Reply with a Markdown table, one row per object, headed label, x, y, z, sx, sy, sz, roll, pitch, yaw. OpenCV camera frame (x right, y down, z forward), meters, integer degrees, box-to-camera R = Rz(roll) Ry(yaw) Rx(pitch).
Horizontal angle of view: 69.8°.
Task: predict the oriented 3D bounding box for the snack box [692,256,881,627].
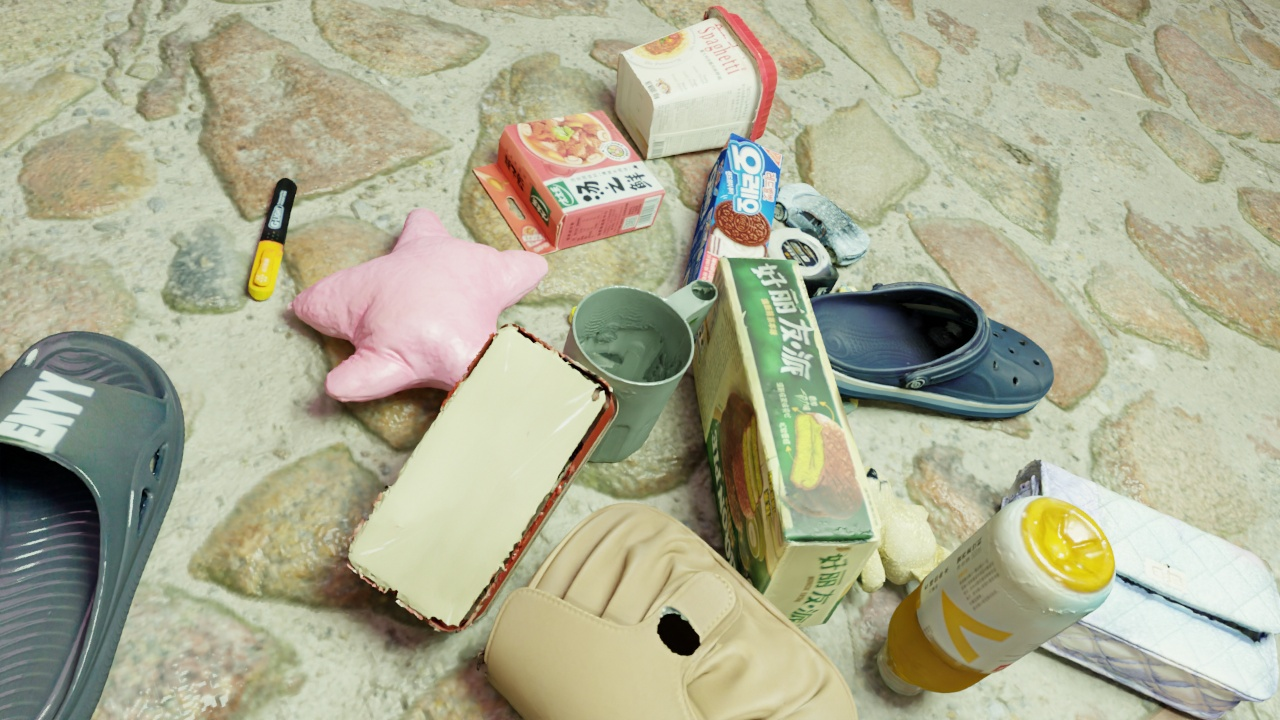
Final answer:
| label | x | y | z | sx | sy | sz | roll | pitch | yaw |
| --- | --- | --- | --- | --- | --- | --- | --- | --- | --- |
| snack box | 0.088 | 0.048 | 0.626 | 0.063 | 0.115 | 0.239 | 1 | 48 | -11 |

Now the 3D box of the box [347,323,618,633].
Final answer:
| label | x | y | z | sx | sy | sz | roll | pitch | yaw |
| --- | --- | --- | --- | --- | --- | --- | --- | --- | --- |
| box | -0.092 | 0.066 | 0.538 | 0.091 | 0.079 | 0.168 | 32 | 83 | 6 |

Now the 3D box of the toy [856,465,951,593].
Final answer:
| label | x | y | z | sx | sy | sz | roll | pitch | yaw |
| --- | --- | --- | --- | --- | --- | --- | --- | --- | --- |
| toy | 0.194 | 0.130 | 0.645 | 0.157 | 0.066 | 0.104 | 35 | 45 | 18 |

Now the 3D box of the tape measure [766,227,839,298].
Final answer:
| label | x | y | z | sx | sy | sz | roll | pitch | yaw |
| --- | --- | --- | --- | --- | --- | --- | --- | --- | --- |
| tape measure | 0.135 | -0.086 | 0.815 | 0.066 | 0.034 | 0.065 | -1 | 52 | -23 |

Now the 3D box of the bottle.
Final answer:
| label | x | y | z | sx | sy | sz | roll | pitch | yaw |
| --- | --- | --- | --- | --- | --- | --- | --- | --- | --- |
| bottle | 0.200 | 0.151 | 0.549 | 0.068 | 0.190 | 0.067 | 9 | 50 | -11 |

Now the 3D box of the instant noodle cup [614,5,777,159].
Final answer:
| label | x | y | z | sx | sy | sz | roll | pitch | yaw |
| --- | --- | --- | --- | --- | --- | --- | --- | --- | --- |
| instant noodle cup | 0.048 | -0.256 | 0.873 | 0.124 | 0.117 | 0.116 | -20 | 62 | -18 |

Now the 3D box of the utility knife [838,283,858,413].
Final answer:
| label | x | y | z | sx | sy | sz | roll | pitch | yaw |
| --- | --- | --- | --- | --- | --- | --- | --- | --- | --- |
| utility knife | 0.175 | -0.011 | 0.785 | 0.031 | 0.018 | 0.151 | 22 | 45 | -9 |

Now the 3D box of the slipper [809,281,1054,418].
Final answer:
| label | x | y | z | sx | sy | sz | roll | pitch | yaw |
| --- | --- | --- | --- | --- | --- | --- | --- | --- | --- |
| slipper | 0.235 | -0.019 | 0.751 | 0.252 | 0.095 | 0.105 | 6 | 54 | -21 |

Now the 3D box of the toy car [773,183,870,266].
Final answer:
| label | x | y | z | sx | sy | sz | roll | pitch | yaw |
| --- | --- | --- | --- | --- | --- | --- | --- | --- | --- |
| toy car | 0.169 | -0.132 | 0.865 | 0.105 | 0.031 | 0.048 | 44 | 52 | 17 |

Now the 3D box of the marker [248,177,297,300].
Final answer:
| label | x | y | z | sx | sy | sz | roll | pitch | yaw |
| --- | --- | --- | --- | --- | --- | --- | --- | --- | --- |
| marker | -0.276 | -0.095 | 0.692 | 0.018 | 0.015 | 0.123 | 10 | 49 | -18 |

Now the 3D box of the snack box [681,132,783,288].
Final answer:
| label | x | y | z | sx | sy | sz | roll | pitch | yaw |
| --- | --- | --- | --- | --- | --- | --- | --- | --- | --- |
| snack box | 0.079 | -0.113 | 0.801 | 0.058 | 0.057 | 0.207 | 21 | 49 | -7 |

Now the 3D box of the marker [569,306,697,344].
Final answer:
| label | x | y | z | sx | sy | sz | roll | pitch | yaw |
| --- | --- | --- | --- | --- | --- | --- | --- | --- | --- |
| marker | 0.005 | -0.025 | 0.734 | 0.124 | 0.015 | 0.018 | 11 | 54 | -12 |

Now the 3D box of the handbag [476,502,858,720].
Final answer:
| label | x | y | z | sx | sy | sz | roll | pitch | yaw |
| --- | --- | --- | --- | --- | --- | --- | --- | --- | --- |
| handbag | 0.015 | 0.176 | 0.514 | 0.147 | 0.100 | 0.204 | -35 | 58 | -29 |

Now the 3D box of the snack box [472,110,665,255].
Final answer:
| label | x | y | z | sx | sy | sz | roll | pitch | yaw |
| --- | --- | --- | --- | --- | --- | --- | --- | --- | --- |
| snack box | -0.062 | -0.157 | 0.794 | 0.126 | 0.044 | 0.113 | -20 | 62 | -30 |

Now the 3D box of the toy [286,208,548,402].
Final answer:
| label | x | y | z | sx | sy | sz | roll | pitch | yaw |
| --- | --- | --- | --- | --- | --- | --- | --- | --- | --- |
| toy | -0.160 | -0.042 | 0.655 | 0.178 | 0.075 | 0.194 | 5 | 48 | -2 |

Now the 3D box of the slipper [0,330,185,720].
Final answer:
| label | x | y | z | sx | sy | sz | roll | pitch | yaw |
| --- | --- | --- | --- | --- | --- | --- | --- | --- | --- |
| slipper | -0.320 | 0.082 | 0.496 | 0.110 | 0.084 | 0.267 | 6 | 53 | -17 |

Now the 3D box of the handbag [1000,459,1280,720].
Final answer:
| label | x | y | z | sx | sy | sz | roll | pitch | yaw |
| --- | --- | --- | --- | --- | --- | --- | --- | --- | --- |
| handbag | 0.364 | 0.165 | 0.671 | 0.194 | 0.076 | 0.133 | 24 | 49 | -1 |

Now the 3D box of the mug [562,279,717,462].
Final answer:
| label | x | y | z | sx | sy | sz | roll | pitch | yaw |
| --- | --- | --- | --- | --- | --- | --- | --- | --- | --- |
| mug | -0.004 | 0.004 | 0.651 | 0.123 | 0.104 | 0.083 | -31 | 68 | -36 |
